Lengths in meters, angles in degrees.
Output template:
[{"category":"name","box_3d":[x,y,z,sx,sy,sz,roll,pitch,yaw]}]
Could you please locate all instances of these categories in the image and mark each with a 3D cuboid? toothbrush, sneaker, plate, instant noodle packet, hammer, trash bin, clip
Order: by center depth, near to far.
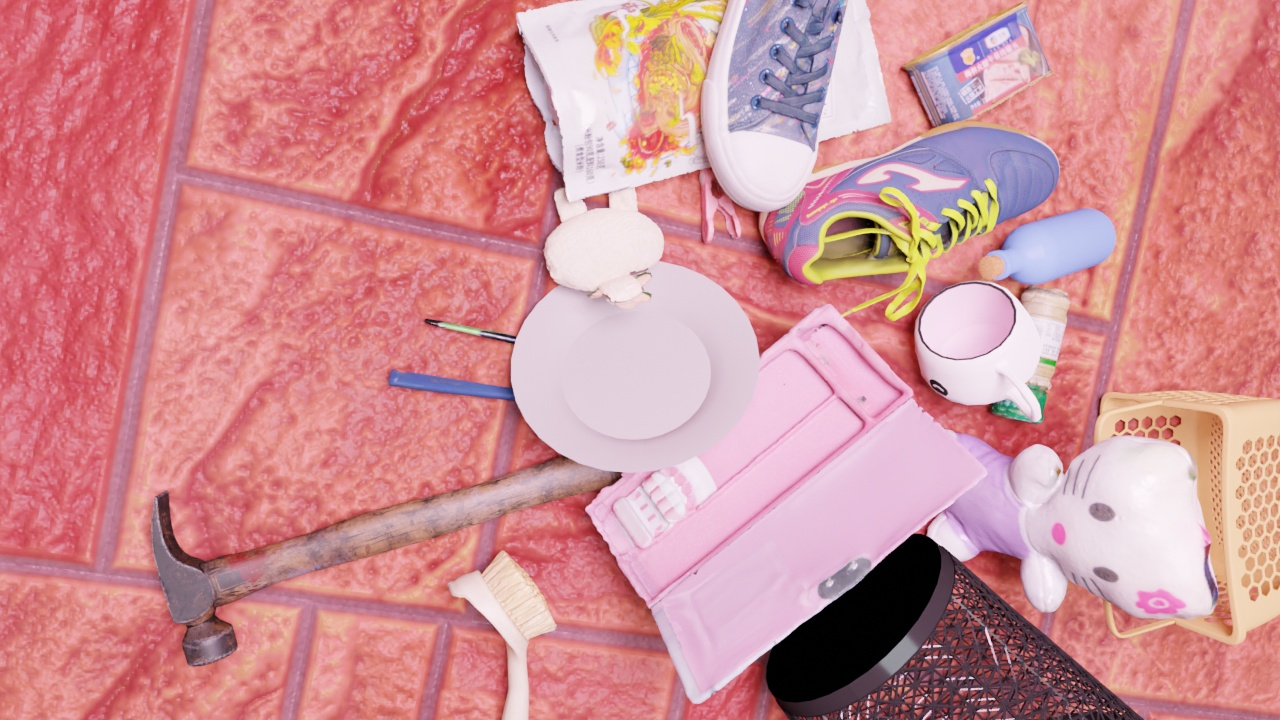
[{"category":"sneaker","box_3d":[0.100,-0.221,0.619,0.087,0.079,0.235,8,89,-21]},{"category":"plate","box_3d":[-0.004,0.004,0.648,0.173,0.019,0.172,-2,58,3]},{"category":"hammer","box_3d":[-0.169,0.109,0.656,0.330,0.033,0.120,-16,97,-11]},{"category":"instant noodle packet","box_3d":[0.055,-0.213,0.666,0.268,0.057,0.147,-19,99,-15]},{"category":"toothbrush","box_3d":[-0.087,0.022,0.673,0.190,0.016,0.017,7,86,-13]},{"category":"trash bin","box_3d":[0.234,0.272,0.675,0.217,0.217,0.243,-44,95,-6]},{"category":"toothbrush","box_3d":[-0.065,-0.008,0.676,0.188,0.014,0.017,11,100,-13]},{"category":"sneaker","box_3d":[0.213,-0.102,0.683,0.241,0.091,0.116,-14,132,-8]},{"category":"clip","box_3d":[0.053,-0.117,0.690,0.035,0.022,0.057,-11,92,-9]}]

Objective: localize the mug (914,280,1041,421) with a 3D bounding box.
[{"category":"mug","box_3d":[0.265,0.001,0.697,0.090,0.123,0.076,-34,137,8]}]

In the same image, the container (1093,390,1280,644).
[{"category":"container","box_3d":[0.427,0.118,0.736,0.166,0.129,0.183,-10,97,-18]}]

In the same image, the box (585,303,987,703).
[{"category":"box","box_3d":[0.089,0.093,0.615,0.233,0.180,0.055,-40,141,8]}]

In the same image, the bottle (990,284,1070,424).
[{"category":"bottle","box_3d":[0.317,-0.005,0.746,0.042,0.043,0.110,13,90,-13]}]

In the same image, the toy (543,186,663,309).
[{"category":"toy","box_3d":[-0.025,-0.078,0.657,0.087,0.050,0.112,-15,74,-12]}]

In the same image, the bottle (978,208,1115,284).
[{"category":"bottle","box_3d":[0.311,-0.085,0.713,0.131,0.048,0.048,-17,99,-30]}]

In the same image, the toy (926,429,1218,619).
[{"category":"toy","box_3d":[0.312,0.116,0.680,0.085,0.210,0.138,-15,102,-38]}]

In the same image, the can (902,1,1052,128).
[{"category":"can","box_3d":[0.260,-0.225,0.707,0.099,0.054,0.059,-30,102,-8]}]

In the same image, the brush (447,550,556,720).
[{"category":"brush","box_3d":[-0.098,0.273,0.678,0.077,0.062,0.272,-2,100,-8]}]
